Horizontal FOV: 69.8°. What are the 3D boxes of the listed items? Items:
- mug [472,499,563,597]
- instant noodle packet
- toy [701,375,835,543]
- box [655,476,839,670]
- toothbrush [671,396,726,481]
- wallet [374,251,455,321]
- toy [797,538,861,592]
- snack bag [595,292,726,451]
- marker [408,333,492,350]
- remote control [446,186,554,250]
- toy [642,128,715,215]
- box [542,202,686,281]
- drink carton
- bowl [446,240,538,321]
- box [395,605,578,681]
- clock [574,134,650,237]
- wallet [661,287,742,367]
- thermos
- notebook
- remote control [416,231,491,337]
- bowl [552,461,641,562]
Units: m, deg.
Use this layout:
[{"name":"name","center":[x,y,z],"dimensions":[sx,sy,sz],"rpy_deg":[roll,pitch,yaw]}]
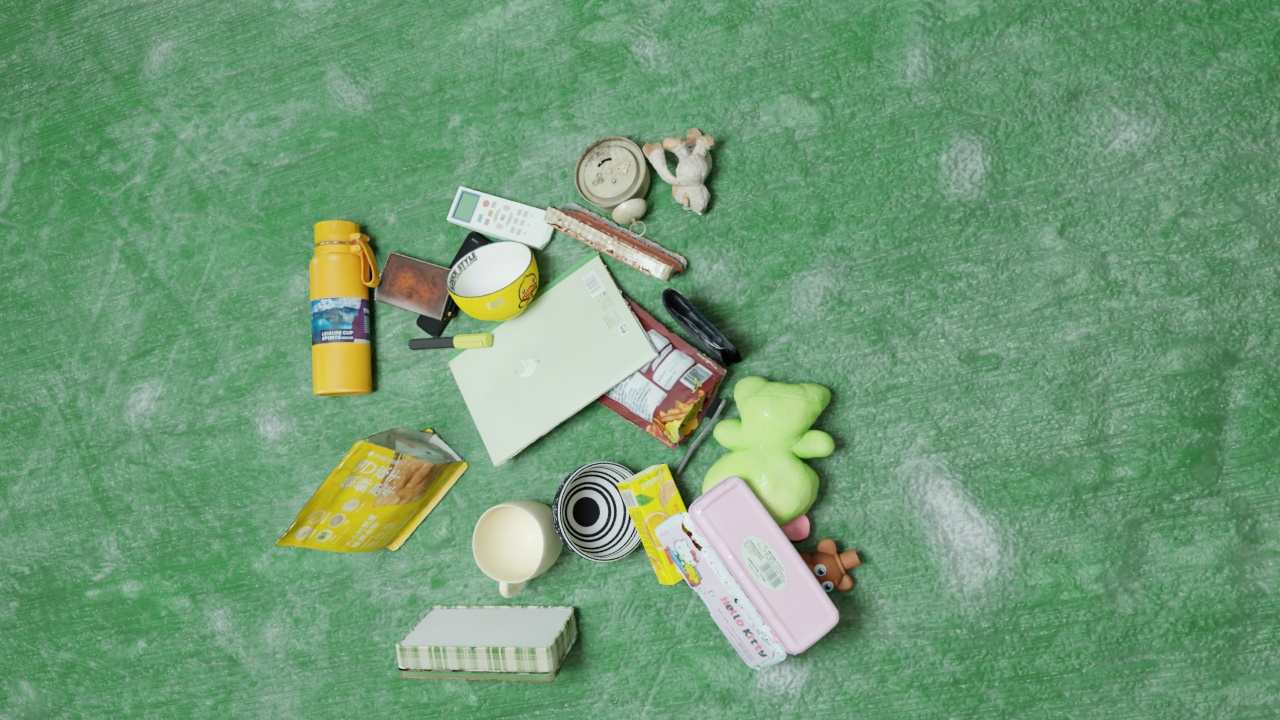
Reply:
[{"name":"mug","center":[-0.147,0.233,1.143],"dimensions":[0.096,0.099,0.120],"rpy_deg":[10,91,17]},{"name":"instant noodle packet","center":[-0.336,0.161,1.134],"dimensions":[0.084,0.221,0.163],"rpy_deg":[44,96,16]},{"name":"toy","center":[0.149,0.115,1.079],"dimensions":[0.150,0.107,0.196],"rpy_deg":[8,80,12]},{"name":"box","center":[0.113,0.242,1.021],"dimensions":[0.146,0.077,0.201],"rpy_deg":[-38,83,16]},{"name":"toothbrush","center":[0.059,0.116,1.130],"dimensions":[0.013,0.012,0.167],"rpy_deg":[28,104,-2]},{"name":"wallet","center":[-0.299,-0.099,1.232],"dimensions":[0.123,0.019,0.072],"rpy_deg":[18,90,27]},{"name":"toy","center":[0.196,0.257,1.073],"dimensions":[0.128,0.065,0.095],"rpy_deg":[-25,97,10]},{"name":"snack bag","center":[-0.007,0.007,1.144],"dimensions":[0.208,0.066,0.139],"rpy_deg":[34,95,19]},{"name":"marker","center":[-0.255,-0.023,1.220],"dimensions":[0.124,0.021,0.017],"rpy_deg":[-2,114,23]},{"name":"remote control","center":[-0.181,-0.186,1.217],"dimensions":[0.143,0.024,0.049],"rpy_deg":[18,82,14]},{"name":"toy","center":[0.063,-0.234,1.147],"dimensions":[0.085,0.074,0.106],"rpy_deg":[-24,103,-30]},{"name":"box","center":[-0.032,-0.149,1.156],"dimensions":[0.187,0.082,0.042],"rpy_deg":[28,104,12]},{"name":"drink carton","center":[0.028,0.198,1.108],"dimensions":[0.058,0.043,0.134],"rpy_deg":[-24,92,-28]},{"name":"bowl","center":[-0.183,-0.094,1.181],"dimensions":[0.117,0.068,0.117],"rpy_deg":[-12,41,10]},{"name":"box","center":[-0.188,0.350,1.136],"dimensions":[0.206,0.117,0.051],"rpy_deg":[-5,101,12]},{"name":"clock","center":[-0.025,-0.216,1.167],"dimensions":[0.093,0.054,0.140],"rpy_deg":[-26,73,11]},{"name":"wallet","center":[0.072,-0.036,1.112],"dimensions":[0.026,0.089,0.115],"rpy_deg":[-45,76,1]},{"name":"thermos","center":[-0.399,-0.070,1.243],"dimensions":[0.091,0.076,0.232],"rpy_deg":[-2,85,-13]},{"name":"notebook","center":[-0.120,-0.005,1.173],"dimensions":[0.253,0.010,0.182],"rpy_deg":[-35,63,10]},{"name":"remote control","center":[-0.251,-0.103,1.233],"dimensions":[0.041,0.020,0.152],"rpy_deg":[34,97,15]},{"name":"bowl","center":[-0.057,0.187,1.132],"dimensions":[0.120,0.066,0.120],"rpy_deg":[5,79,-25]}]
